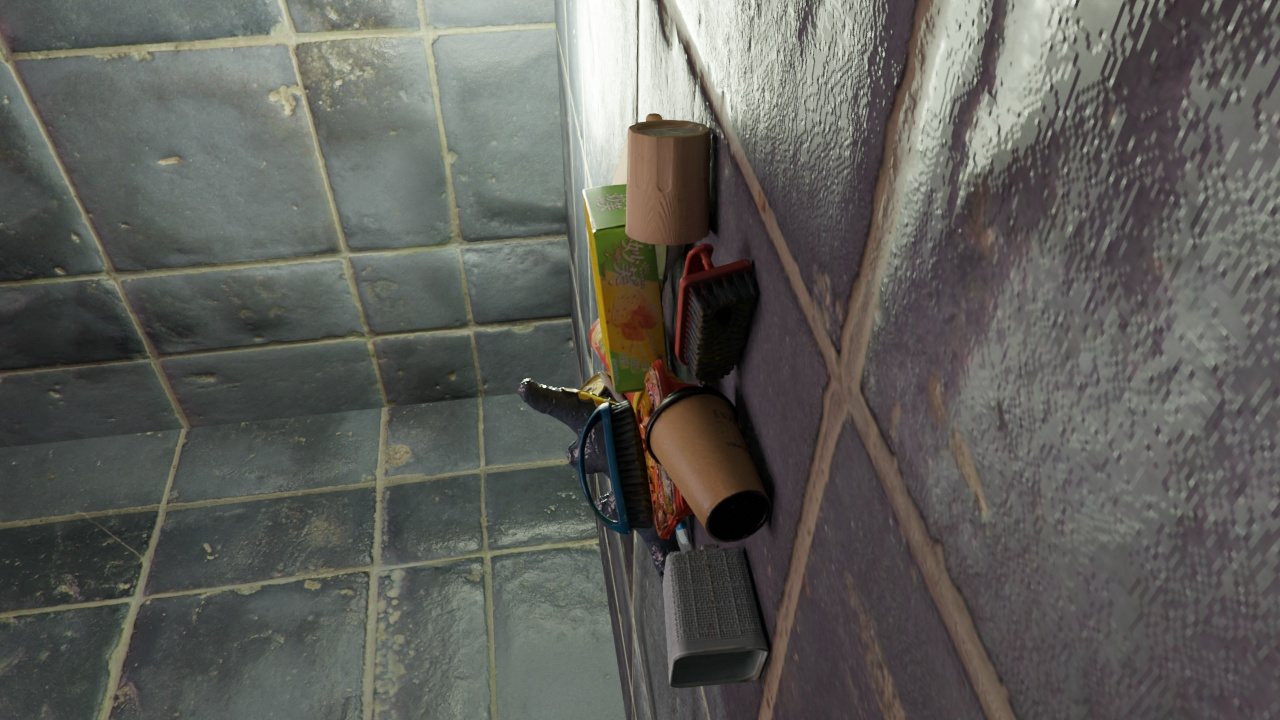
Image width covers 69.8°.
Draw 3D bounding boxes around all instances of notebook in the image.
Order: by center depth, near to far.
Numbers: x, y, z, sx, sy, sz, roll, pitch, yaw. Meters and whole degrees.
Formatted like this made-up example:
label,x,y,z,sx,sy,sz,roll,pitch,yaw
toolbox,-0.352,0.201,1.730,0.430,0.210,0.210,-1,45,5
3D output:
label,x,y,z,sx,sy,sz,roll,pitch,yaw
notebook,-0.022,-0.253,1.264,0.211,0.012,0.149,-127,55,-77

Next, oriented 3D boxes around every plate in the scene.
label,x,y,z,sx,sy,sz,roll,pitch,yaw
plate,0.027,-0.178,1.077,0.164,0.034,0.164,91,170,-46

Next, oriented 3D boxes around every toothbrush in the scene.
label,x,y,z,sx,sy,sz,roll,pitch,yaw
toothbrush,-0.003,0.090,1.237,0.187,0.017,0.016,54,-178,-14

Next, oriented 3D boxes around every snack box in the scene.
label,x,y,z,sx,sy,sz,roll,pitch,yaw
snack box,-0.018,-0.089,1.099,0.157,0.070,0.210,-106,9,-61

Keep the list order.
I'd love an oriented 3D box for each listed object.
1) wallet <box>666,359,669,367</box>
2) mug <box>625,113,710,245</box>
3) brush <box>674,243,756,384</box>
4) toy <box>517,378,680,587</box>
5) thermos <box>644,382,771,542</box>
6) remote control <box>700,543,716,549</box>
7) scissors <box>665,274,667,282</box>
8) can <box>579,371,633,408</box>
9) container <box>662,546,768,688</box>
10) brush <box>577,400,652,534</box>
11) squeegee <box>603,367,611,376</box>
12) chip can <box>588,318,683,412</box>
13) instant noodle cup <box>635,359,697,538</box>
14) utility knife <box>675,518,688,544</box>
label,x,y,z,sx,sy,sz,roll,pitch,yaw
wallet,0.004,0.013,1.311,0.123,0.020,0.096,-49,52,53
mug,0.024,-0.183,0.909,0.124,0.084,0.104,-111,19,-62
brush,0.060,-0.039,0.819,0.146,0.063,0.069,92,158,-58
toy,-0.014,0.146,1.193,0.356,0.138,0.091,58,175,-12
thermos,0.063,0.092,0.832,0.143,0.093,0.093,-118,22,-51
remote control,0.081,0.274,1.082,0.135,0.019,0.056,92,170,-47
scissors,-0.007,-0.150,1.256,0.169,0.012,0.147,46,124,48
can,-0.033,0.078,1.273,0.111,0.075,0.075,42,-171,-20
container,0.068,0.250,0.902,0.090,0.090,0.111,93,172,-52
brush,-0.030,0.115,0.979,0.055,0.073,0.143,76,-177,-72
squeegee,0.019,0.087,1.359,0.247,0.039,0.246,-50,50,55
chip can,-0.007,0.007,1.219,0.216,0.073,0.073,-128,32,-59
instant noodle cup,0.043,0.100,1.001,0.189,0.079,0.164,106,158,-68
utility knife,0.035,0.182,1.283,0.034,0.018,0.166,-51,53,47
